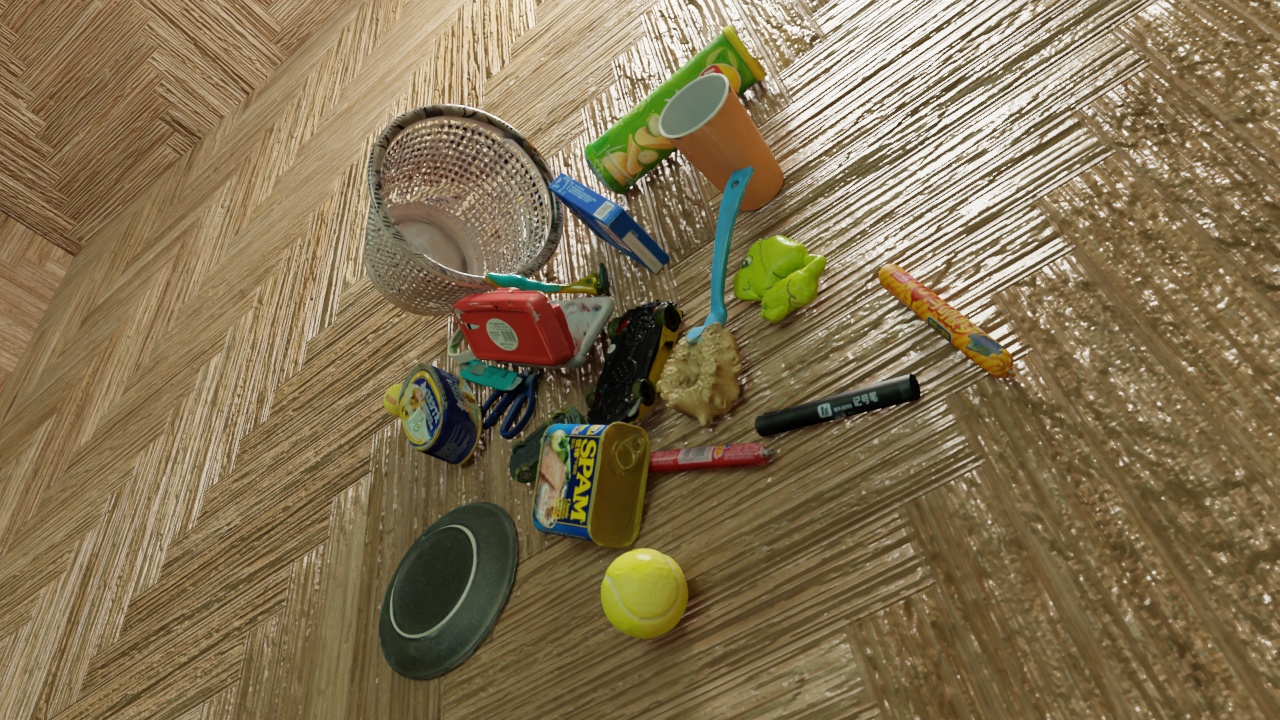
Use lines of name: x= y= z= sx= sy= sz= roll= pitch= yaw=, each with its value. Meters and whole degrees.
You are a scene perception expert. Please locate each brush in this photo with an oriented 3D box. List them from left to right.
brush: x=0.068 y=-0.062 z=0.816 sx=0.083 sy=0.046 sz=0.254 roll=-9 pitch=63 yaw=49

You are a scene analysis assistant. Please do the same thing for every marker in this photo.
marker: x=0.148 y=0.035 z=0.699 sx=0.132 sy=0.020 sz=0.022 roll=-19 pitch=17 yaw=35

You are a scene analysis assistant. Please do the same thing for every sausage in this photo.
sausage: x=0.045 y=0.082 z=0.759 sx=0.156 sy=0.020 sz=0.020 roll=-10 pitch=51 yaw=40
sausage: x=0.223 y=-0.032 z=0.681 sx=0.021 sy=0.021 sz=0.165 roll=-43 pitch=38 yaw=7

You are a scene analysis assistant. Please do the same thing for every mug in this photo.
mug: x=0.084 y=-0.205 z=0.887 sx=0.078 sy=0.122 sz=0.078 roll=-26 pitch=43 yaw=27

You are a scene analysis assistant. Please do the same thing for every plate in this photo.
plate: x=-0.190 y=0.212 z=0.871 sx=0.180 sy=0.024 sz=0.179 roll=-26 pitch=42 yaw=27

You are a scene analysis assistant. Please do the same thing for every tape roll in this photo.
tape roll: x=-0.191 y=-0.033 z=1.084 sx=0.086 sy=0.014 sz=0.085 roll=-29 pitch=32 yaw=19

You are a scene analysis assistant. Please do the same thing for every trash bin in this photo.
trash bin: x=-0.231 y=-0.155 z=1.084 sx=0.193 sy=0.227 sz=0.226 roll=-34 pitch=34 yaw=53

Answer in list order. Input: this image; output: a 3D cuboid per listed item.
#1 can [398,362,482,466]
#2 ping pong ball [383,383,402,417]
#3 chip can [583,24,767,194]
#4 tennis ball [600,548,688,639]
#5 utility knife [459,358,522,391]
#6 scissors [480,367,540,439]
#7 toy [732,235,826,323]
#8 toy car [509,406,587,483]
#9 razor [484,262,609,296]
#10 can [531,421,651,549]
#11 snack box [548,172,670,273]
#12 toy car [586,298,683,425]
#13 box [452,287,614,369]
can: x=-0.221 y=0.057 z=1.006 sx=0.075 sy=0.049 sz=0.148 roll=-55 pitch=35 yaw=10
ping pong ball: x=-0.286 y=0.048 z=1.096 sx=0.040 sy=0.040 sz=0.040 roll=-26 pitch=42 yaw=26
chip can: x=0.035 y=-0.279 z=1.042 sx=0.221 sy=0.072 sz=0.072 roll=-37 pitch=39 yaw=14
tennis ball: x=0.003 y=0.173 z=0.681 sx=0.066 sy=0.065 sz=0.065 roll=-26 pitch=42 yaw=26
utility knife: x=-0.169 y=0.015 z=1.018 sx=0.165 sy=0.013 sz=0.029 roll=11 pitch=65 yaw=57
scissors: x=-0.121 y=0.011 z=0.991 sx=0.142 sy=0.012 sz=0.170 roll=-20 pitch=43 yaw=32
toy: x=0.122 y=-0.075 z=0.809 sx=0.097 sy=0.031 sz=0.100 roll=-33 pitch=42 yaw=31
toy car: x=-0.087 y=0.083 z=0.872 sx=0.091 sy=0.036 sz=0.043 roll=-35 pitch=40 yaw=15
razor: x=-0.100 y=-0.084 z=0.985 sx=0.132 sy=0.028 sz=0.043 roll=0 pitch=47 yaw=-8
can: x=-0.044 y=0.104 z=0.780 sx=0.083 sy=0.057 sz=0.102 roll=-3 pitch=76 yaw=46
snack box: x=-0.036 y=-0.150 z=0.987 sx=0.026 sy=0.084 sz=0.157 roll=-49 pitch=37 yaw=-1
toy car: x=-0.005 y=0.005 z=0.855 sx=0.071 sy=0.041 sz=0.155 roll=-13 pitch=44 yaw=37
box: x=-0.106 y=-0.041 z=0.955 sx=0.098 sy=0.095 sz=0.202 roll=-32 pitch=18 yaw=-28
